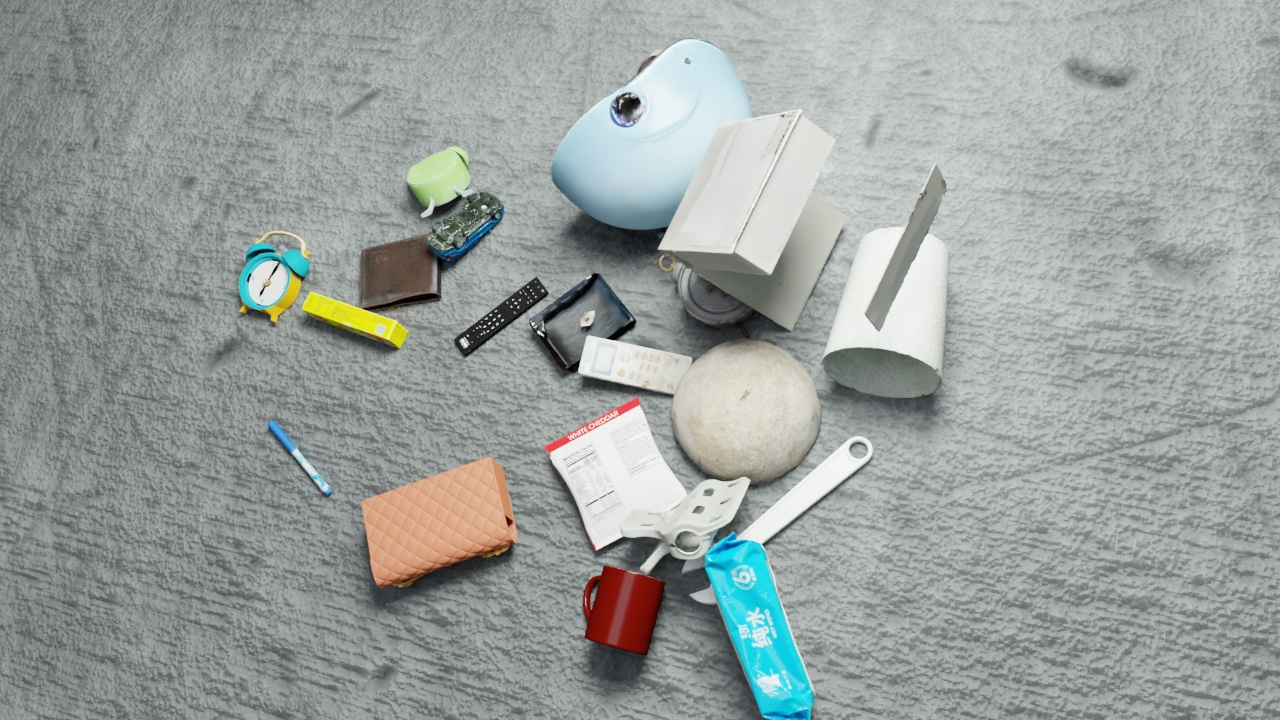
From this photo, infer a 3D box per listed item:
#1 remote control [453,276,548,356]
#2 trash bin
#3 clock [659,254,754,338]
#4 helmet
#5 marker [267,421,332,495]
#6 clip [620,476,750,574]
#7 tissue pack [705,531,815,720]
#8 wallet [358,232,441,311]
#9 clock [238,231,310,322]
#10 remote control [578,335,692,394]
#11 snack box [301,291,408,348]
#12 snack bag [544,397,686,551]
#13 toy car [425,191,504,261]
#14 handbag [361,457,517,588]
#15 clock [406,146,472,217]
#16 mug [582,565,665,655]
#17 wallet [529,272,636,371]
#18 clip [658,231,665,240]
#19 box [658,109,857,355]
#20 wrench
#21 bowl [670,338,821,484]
[{"bbox_3d":[-0.186,-0.059,1.227,0.140,0.009,0.030,-37,67,-1],"label":"remote control"},{"bbox_3d":[0.289,-0.057,1.052,0.133,0.133,0.161,10,69,16],"label":"trash bin"},{"bbox_3d":[0.089,-0.096,1.147,0.148,0.056,0.104,27,83,18],"label":"clock"},{"bbox_3d":[0.025,-0.257,1.133,0.265,0.225,0.166,-32,74,0],"label":"helmet"},{"bbox_3d":[-0.455,0.130,1.224,0.013,0.013,0.142,-46,68,-5],"label":"marker"},{"bbox_3d":[0.053,0.184,1.030,0.144,0.124,0.075,-29,93,23],"label":"clip"},{"bbox_3d":[0.129,0.284,0.964,0.066,0.117,0.209,-22,76,5],"label":"tissue pack"},{"bbox_3d":[-0.334,-0.123,1.275,0.120,0.031,0.099,-10,66,11],"label":"wallet"},{"bbox_3d":[-0.527,-0.123,1.316,0.099,0.043,0.129,14,82,18],"label":"clock"},{"bbox_3d":[-0.007,0.007,1.145,0.136,0.011,0.050,12,76,5],"label":"remote control"},{"bbox_3d":[-0.391,-0.055,1.259,0.148,0.040,0.029,18,76,19],"label":"snack box"},{"bbox_3d":[-0.029,0.135,1.105,0.131,0.039,0.144,-28,71,0],"label":"snack bag"},{"bbox_3d":[-0.241,-0.184,1.263,0.056,0.044,0.120,35,67,22],"label":"toy car"},{"bbox_3d":[-0.242,0.202,1.121,0.172,0.060,0.108,-19,63,3],"label":"handbag"},{"bbox_3d":[-0.283,-0.258,1.289,0.094,0.042,0.119,-26,37,2],"label":"clock"},{"bbox_3d":[-0.029,0.281,1.044,0.106,0.073,0.082,0,69,44],"label":"mug"},{"bbox_3d":[-0.074,-0.048,1.186,0.115,0.026,0.089,-36,69,-1],"label":"wallet"},{"bbox_3d":[0.060,-0.157,1.195,0.076,0.023,0.045,28,78,19],"label":"clip"},{"bbox_3d":[0.169,-0.137,1.088,0.172,0.380,0.167,24,86,34],"label":"box"},{"bbox_3d":[0.160,0.180,1.057,0.273,0.018,0.066,-39,68,-3],"label":"wrench"},{"bbox_3d":[0.120,0.052,1.072,0.178,0.081,0.178,-3,74,11],"label":"bowl"}]
